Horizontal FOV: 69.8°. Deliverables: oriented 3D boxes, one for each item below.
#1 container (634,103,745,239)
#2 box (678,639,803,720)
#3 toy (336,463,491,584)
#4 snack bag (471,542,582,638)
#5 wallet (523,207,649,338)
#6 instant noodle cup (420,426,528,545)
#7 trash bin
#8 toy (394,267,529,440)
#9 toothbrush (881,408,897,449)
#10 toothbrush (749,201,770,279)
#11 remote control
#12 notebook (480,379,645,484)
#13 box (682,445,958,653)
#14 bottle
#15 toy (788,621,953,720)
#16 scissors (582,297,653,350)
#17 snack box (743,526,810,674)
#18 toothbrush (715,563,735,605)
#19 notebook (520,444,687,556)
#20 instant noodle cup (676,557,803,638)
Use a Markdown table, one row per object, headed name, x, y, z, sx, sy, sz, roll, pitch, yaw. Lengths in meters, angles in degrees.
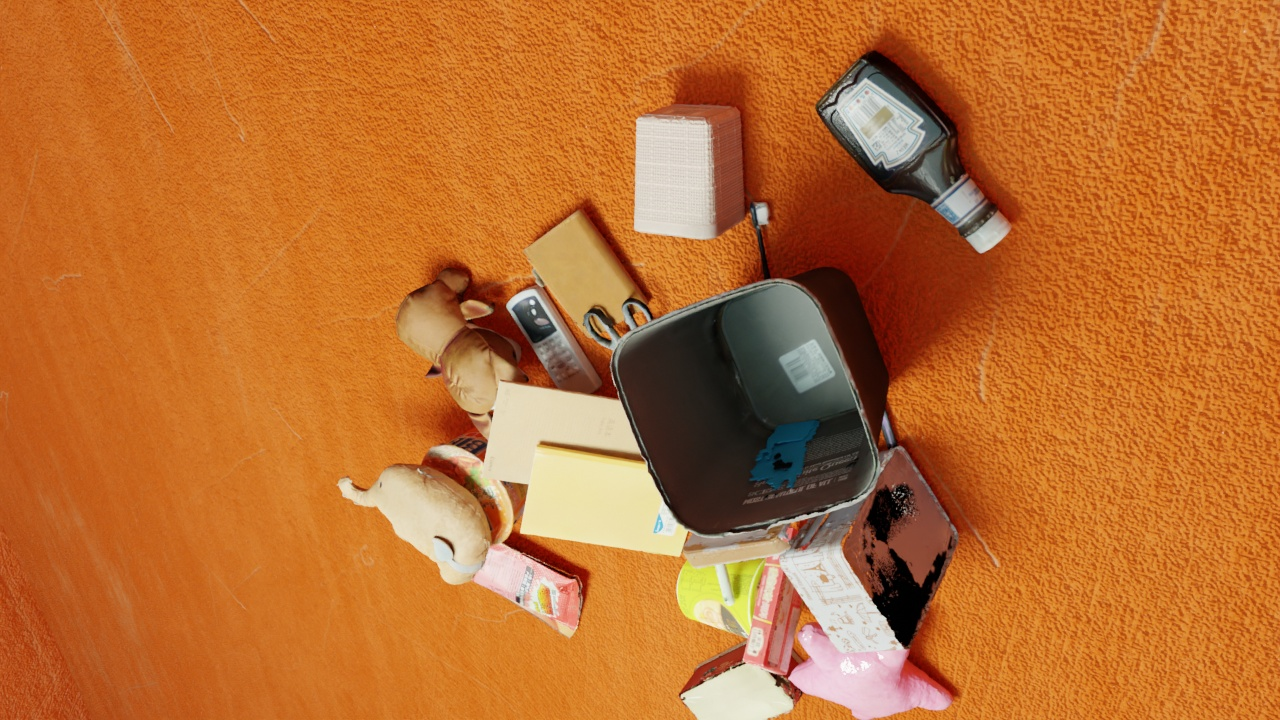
| name | x | y | z | sx | sy | sz | roll | pitch | yaw |
| --- | --- | --- | --- | --- | --- | --- | --- | --- | --- |
| container | 0.048 | -0.185 | 0.885 | 0.090 | 0.089 | 0.111 | 11 | 117 | 28 |
| box | 0.130 | 0.424 | 1.176 | 0.091 | 0.077 | 0.169 | 48 | 131 | 2 |
| toy | -0.284 | 0.188 | 1.162 | 0.226 | 0.082 | 0.144 | 32 | 121 | 17 |
| snack bag | -0.178 | 0.313 | 1.326 | 0.208 | 0.073 | 0.129 | 24 | 130 | 14 |
| wallet | -0.064 | -0.094 | 1.041 | 0.108 | 0.031 | 0.132 | -29 | 102 | 40 |
| instant noodle cup | -0.198 | 0.151 | 1.211 | 0.151 | 0.111 | 0.151 | 15 | 122 | 25 |
| trash bin | 0.121 | 0.021 | 0.837 | 0.199 | 0.219 | 0.198 | -19 | 96 | 27 |
| toy | -0.210 | -0.010 | 1.131 | 0.199 | 0.130 | 0.140 | 50 | 136 | 28 |
| toothbrush | 0.253 | 0.067 | 0.943 | 0.014 | 0.016 | 0.189 | -3 | 116 | 44 |
| toothbrush | 0.134 | -0.075 | 0.936 | 0.018 | 0.015 | 0.181 | -2 | 114 | 24 |
| remote control | -0.106 | -0.020 | 1.117 | 0.058 | 0.021 | 0.150 | -26 | 100 | 39 |
| notebook | -0.074 | 0.098 | 1.088 | 0.211 | 0.012 | 0.150 | 10 | 125 | -9 |
| box | 0.189 | 0.193 | 0.943 | 0.206 | 0.180 | 0.158 | -19 | 109 | 41 |
| bottle | 0.241 | -0.175 | 0.794 | 0.195 | 0.043 | 0.080 | 47 | 131 | 1 |
| toy | 0.243 | 0.354 | 1.051 | 0.179 | 0.074 | 0.194 | -20 | 124 | 32 |
| scissors | 0.003 | 0.000 | 1.043 | 0.163 | 0.014 | 0.166 | 28 | 134 | 6 |
| snack box | 0.155 | 0.265 | 1.017 | 0.025 | 0.152 | 0.075 | 4 | 159 | 32 |
| toothbrush | 0.077 | 0.188 | 1.055 | 0.029 | 0.020 | 0.189 | -35 | 62 | 43 |
| notebook | -0.037 | 0.175 | 1.124 | 0.206 | 0.010 | 0.146 | 10 | 124 | -5 |
| instant noodle cup | 0.113 | 0.278 | 1.094 | 0.124 | 0.111 | 0.112 | -2 | 114 | 42 |
